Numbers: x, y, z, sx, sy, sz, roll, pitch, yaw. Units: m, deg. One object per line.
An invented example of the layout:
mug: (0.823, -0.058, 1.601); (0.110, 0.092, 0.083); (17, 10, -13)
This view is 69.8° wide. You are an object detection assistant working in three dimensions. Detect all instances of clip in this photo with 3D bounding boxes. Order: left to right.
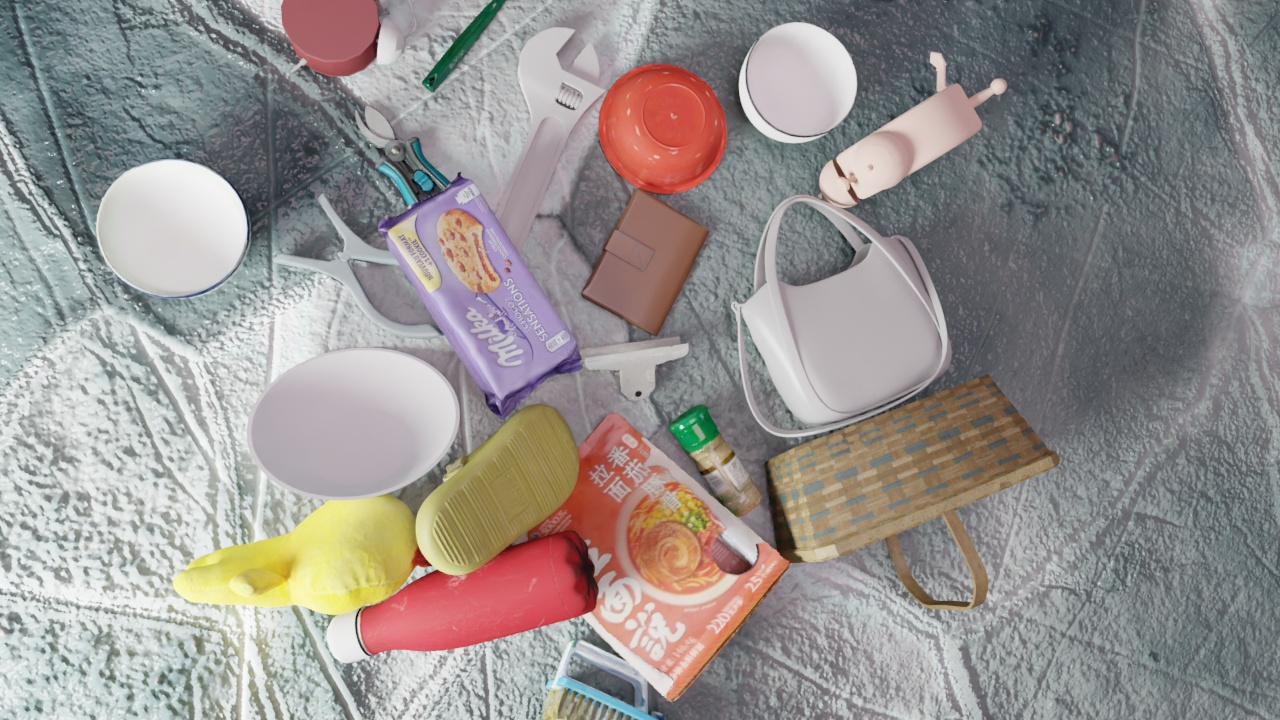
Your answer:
clip: (-0.251, -0.064, 0.832); (0.163, 0.028, 0.106); (38, 80, -7)
clip: (-0.005, 0.004, 0.882); (0.102, 0.054, 0.057); (-8, 54, -11)

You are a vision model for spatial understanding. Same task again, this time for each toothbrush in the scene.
toothbrush: (-0.144, -0.331, 0.871); (0.016, 0.017, 0.189); (37, 81, -7)

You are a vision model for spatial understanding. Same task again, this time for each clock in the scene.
clock: (-0.267, -0.306, 0.831); (0.124, 0.044, 0.087); (-16, 91, -12)
clock: (0.250, -0.218, 0.885); (0.160, 0.131, 0.086); (-39, 95, -10)

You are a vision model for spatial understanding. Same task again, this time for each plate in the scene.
plate: (-0.245, 0.062, 0.795); (0.174, 0.036, 0.173); (4, 44, -4)

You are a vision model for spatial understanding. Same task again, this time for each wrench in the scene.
wrench: (-0.111, -0.188, 0.872); (0.086, 0.018, 0.273); (23, 84, -9)

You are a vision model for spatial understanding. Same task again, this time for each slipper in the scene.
slipper: (-0.131, 0.116, 0.810); (0.190, 0.082, 0.091); (-43, 107, -44)

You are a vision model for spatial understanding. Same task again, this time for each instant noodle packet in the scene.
instant noodle packet: (0.002, 0.176, 0.853); (0.221, 0.084, 0.164); (41, 83, 12)

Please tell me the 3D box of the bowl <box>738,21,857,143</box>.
bowl: (0.149, -0.266, 0.902); (0.113, 0.063, 0.113); (0, 88, -11)

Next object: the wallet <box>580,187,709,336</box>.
wallet: (0.005, -0.096, 0.892); (0.087, 0.013, 0.121); (29, 82, -13)

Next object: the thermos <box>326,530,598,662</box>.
thermos: (-0.158, 0.213, 0.797); (0.240, 0.073, 0.073); (-17, 91, 7)

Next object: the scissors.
scissors: (-0.206, -0.172, 0.851); (0.149, 0.019, 0.131); (7, 84, -9)

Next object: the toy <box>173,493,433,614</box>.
toy: (-0.271, 0.164, 0.762); (0.207, 0.134, 0.092); (-14, 96, -14)

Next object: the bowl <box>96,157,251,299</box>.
bowl: (-0.392, -0.108, 0.789); (0.118, 0.062, 0.118); (1, 87, -12)

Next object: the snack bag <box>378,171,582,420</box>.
snack bag: (-0.142, -0.055, 0.820); (0.096, 0.058, 0.205); (-37, 104, -24)

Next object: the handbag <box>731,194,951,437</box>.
handbag: (0.182, -0.055, 0.888); (0.215, 0.096, 0.222); (-23, 87, -13)

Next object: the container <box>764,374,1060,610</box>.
container: (0.255, 0.142, 0.861); (0.249, 0.158, 0.186); (-19, 80, -12)

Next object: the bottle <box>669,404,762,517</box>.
bottle: (0.074, 0.097, 0.883); (0.043, 0.043, 0.111); (-35, 95, -11)

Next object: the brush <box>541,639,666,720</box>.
brush: (-0.018, 0.321, 0.850); (0.136, 0.056, 0.075); (28, 61, -9)

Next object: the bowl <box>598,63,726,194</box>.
bowl: (0.026, -0.229, 0.886); (0.130, 0.045, 0.130); (0, 88, -12)
